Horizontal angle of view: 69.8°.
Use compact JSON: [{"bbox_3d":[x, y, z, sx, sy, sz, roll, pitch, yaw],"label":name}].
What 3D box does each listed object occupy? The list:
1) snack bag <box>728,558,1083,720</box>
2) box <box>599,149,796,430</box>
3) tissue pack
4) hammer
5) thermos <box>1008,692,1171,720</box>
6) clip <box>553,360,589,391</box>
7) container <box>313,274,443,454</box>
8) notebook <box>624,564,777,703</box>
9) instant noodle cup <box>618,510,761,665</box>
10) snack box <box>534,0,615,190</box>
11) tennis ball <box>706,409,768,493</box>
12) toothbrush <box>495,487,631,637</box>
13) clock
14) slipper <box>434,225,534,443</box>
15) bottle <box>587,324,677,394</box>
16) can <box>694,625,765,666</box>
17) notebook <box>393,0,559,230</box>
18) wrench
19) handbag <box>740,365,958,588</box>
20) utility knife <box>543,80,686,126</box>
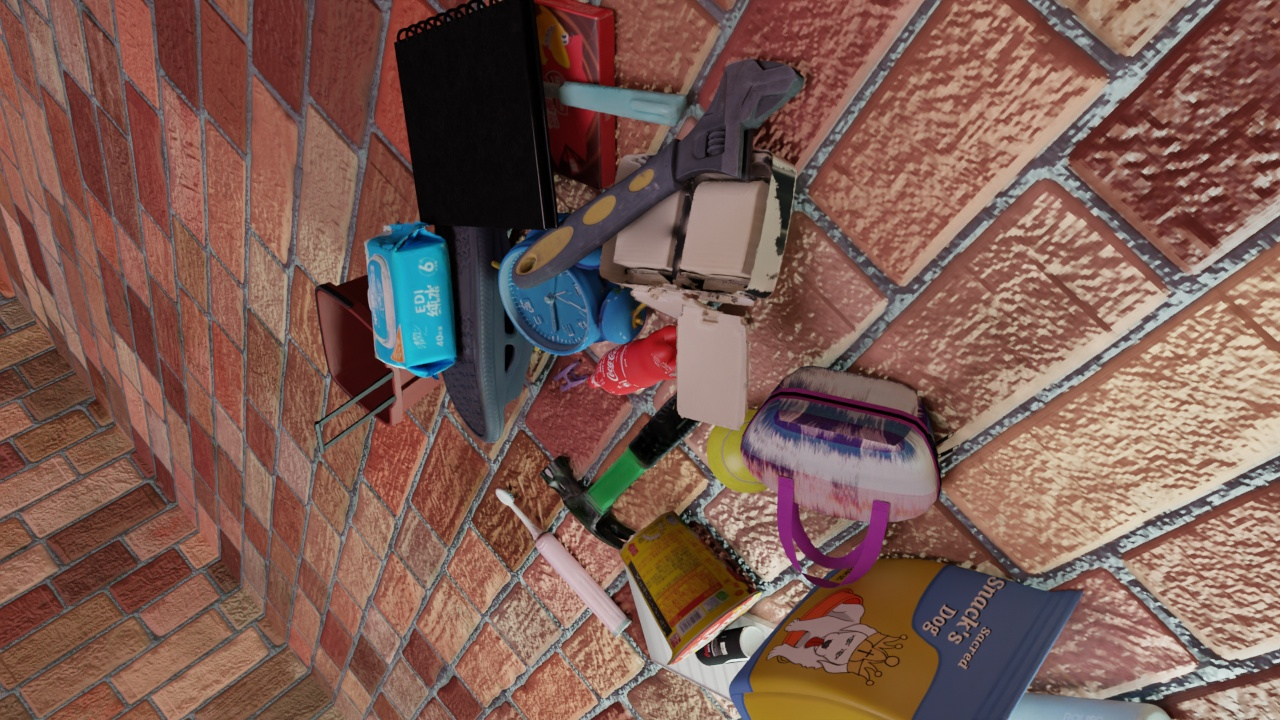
[{"bbox_3d":[0.186,0.215,0.639,0.206,0.158,0.102,-27,95,52],"label":"snack bag"},{"bbox_3d":[0.051,-0.058,0.653,0.145,0.100,0.187,14,107,44],"label":"box"},{"bbox_3d":[-0.215,-0.057,0.849,0.093,0.061,0.144,11,106,57],"label":"tissue pack"},{"bbox_3d":[0.002,0.089,0.852,0.130,0.032,0.320,49,143,8],"label":"hammer"},{"bbox_3d":[0.272,0.274,0.667,0.078,0.065,0.207,47,146,-18],"label":"thermos"},{"bbox_3d":[-0.067,0.017,0.886,0.036,0.013,0.052,56,146,0],"label":"clip"},{"bbox_3d":[-0.287,-0.003,0.955,0.127,0.200,0.148,35,139,25],"label":"container"},{"bbox_3d":[0.076,0.298,0.951,0.210,0.009,0.143,12,126,42],"label":"notebook"},{"bbox_3d":[0.041,0.203,0.856,0.112,0.100,0.101,52,145,22],"label":"instant noodle cup"},{"bbox_3d":[-0.058,-0.204,0.693,0.089,0.021,0.133,27,135,29],"label":"snack box"},{"bbox_3d":[0.084,0.071,0.716,0.065,0.065,0.065,28,136,31],"label":"tennis ball"},{"bbox_3d":[-0.094,0.230,1.072,0.027,0.026,0.222,-46,77,9],"label":"toothbrush"},{"bbox_3d":[-0.052,-0.064,0.763,0.162,0.060,0.117,-13,108,46],"label":"clock"},{"bbox_3d":[-0.141,-0.058,0.866,0.111,0.083,0.268,18,114,53],"label":"slipper"},{"bbox_3d":[-0.005,0.005,0.780,0.142,0.041,0.042,-21,102,55],"label":"bottle"},{"bbox_3d":[0.086,0.277,0.888,0.031,0.031,0.081,55,143,0],"label":"can"},{"bbox_3d":[-0.138,-0.192,0.735,0.232,0.019,0.169,14,113,53],"label":"notebook"},{"bbox_3d":[-0.001,-0.117,0.630,0.274,0.022,0.073,-28,66,38],"label":"wrench"},{"bbox_3d":[0.140,0.095,0.656,0.145,0.067,0.170,12,128,19],"label":"handbag"},{"bbox_3d":[-0.038,-0.189,0.654,0.158,0.015,0.022,18,109,28],"label":"utility knife"}]
